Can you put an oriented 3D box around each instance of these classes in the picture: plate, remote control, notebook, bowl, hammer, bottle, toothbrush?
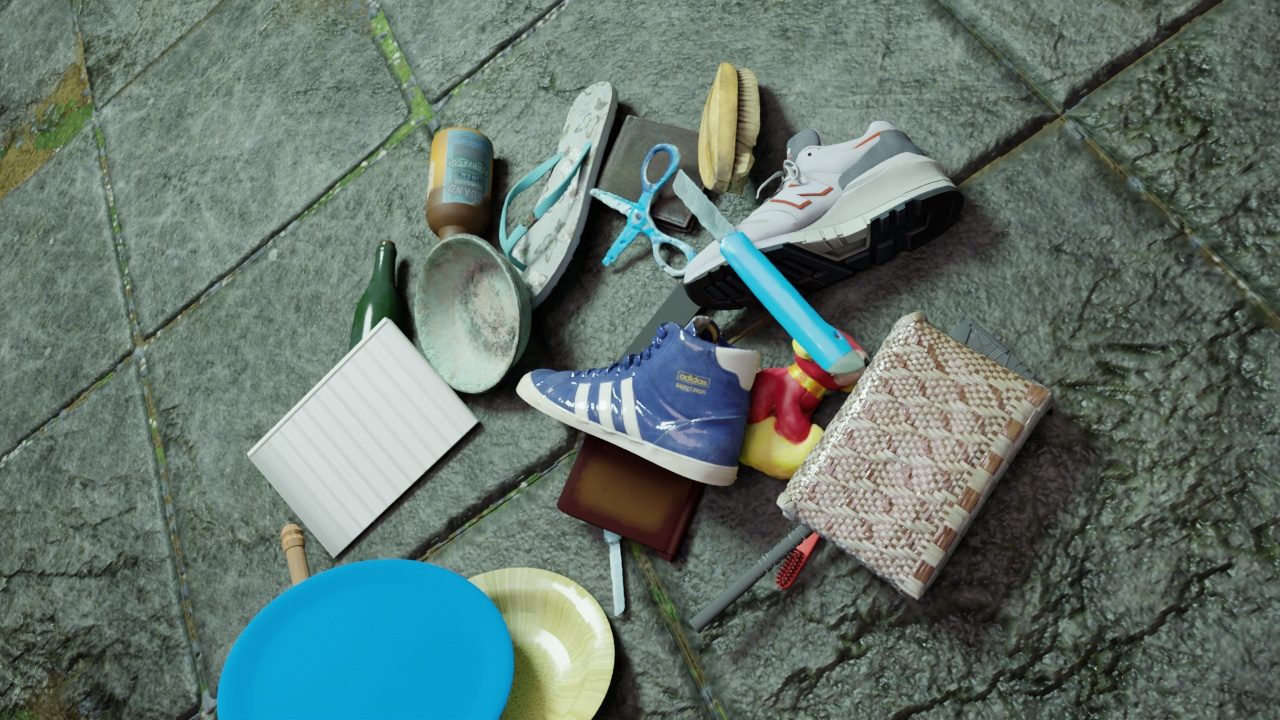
[{"bbox_3d":[-0.112,0.261,0.769,0.184,0.036,0.184,-4,42,4],"label":"plate"},{"bbox_3d":[0.027,-0.032,0.853,0.034,0.013,0.150,40,92,31],"label":"remote control"},{"bbox_3d":[-0.285,0.079,0.934,0.210,0.009,0.142,-43,85,8],"label":"notebook"},{"bbox_3d":[-0.161,-0.047,0.913,0.158,0.038,0.157,7,101,38],"label":"bowl"},{"bbox_3d":[0.167,0.106,0.711,0.325,0.015,0.095,-42,62,2],"label":"hammer"},{"bbox_3d":[-0.283,-0.052,0.997,0.055,0.055,0.174,-11,65,23],"label":"bottle"},{"bbox_3d":[0.166,0.090,0.732,0.012,0.018,0.212,31,87,33],"label":"toothbrush"},{"bbox_3d":[-0.195,-0.168,0.988,0.068,0.068,0.156,-10,66,23],"label":"bottle"},{"bbox_3d":[-0.214,0.252,0.731,0.224,0.024,0.223,4,36,-3],"label":"plate"},{"bbox_3d":[-0.275,0.282,0.799,0.317,0.082,0.163,64,147,30],"label":"hammer"}]

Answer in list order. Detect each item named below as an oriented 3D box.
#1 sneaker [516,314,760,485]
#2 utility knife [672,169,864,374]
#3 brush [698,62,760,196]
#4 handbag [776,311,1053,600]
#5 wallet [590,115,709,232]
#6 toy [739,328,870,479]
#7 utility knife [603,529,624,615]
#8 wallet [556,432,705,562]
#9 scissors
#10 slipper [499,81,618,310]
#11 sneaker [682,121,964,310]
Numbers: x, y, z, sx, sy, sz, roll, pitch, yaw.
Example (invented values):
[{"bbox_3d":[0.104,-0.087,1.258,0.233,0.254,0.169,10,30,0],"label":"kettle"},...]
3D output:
[{"bbox_3d":[-0.004,0.006,0.781,0.233,0.091,0.118,24,101,37],"label":"sneaker"},{"bbox_3d":[0.095,-0.072,0.732,0.031,0.015,0.221,-39,76,4],"label":"utility knife"},{"bbox_3d":[0.082,-0.215,0.842,0.043,0.059,0.194,14,45,-8],"label":"brush"},{"bbox_3d":[0.201,0.068,0.678,0.124,0.047,0.185,34,86,19],"label":"handbag"},{"bbox_3d":[0.017,-0.186,0.911,0.120,0.031,0.099,21,84,29],"label":"wallet"},{"bbox_3d":[0.126,0.031,0.757,0.105,0.067,0.137,44,106,35],"label":"toy"},{"bbox_3d":[-0.026,0.141,0.812,0.022,0.015,0.166,-16,62,22],"label":"utility knife"},{"bbox_3d":[-0.007,0.112,0.801,0.116,0.018,0.091,18,75,21],"label":"wallet"},{"bbox_3d":[0.009,-0.142,0.879,0.134,0.011,0.140,33,108,21],"label":"scissors"},{"bbox_3d":[-0.089,-0.172,0.928,0.098,0.054,0.268,8,74,49],"label":"slipper"},{"bbox_3d":[0.143,-0.135,0.799,0.240,0.089,0.124,-18,59,11],"label":"sneaker"}]
